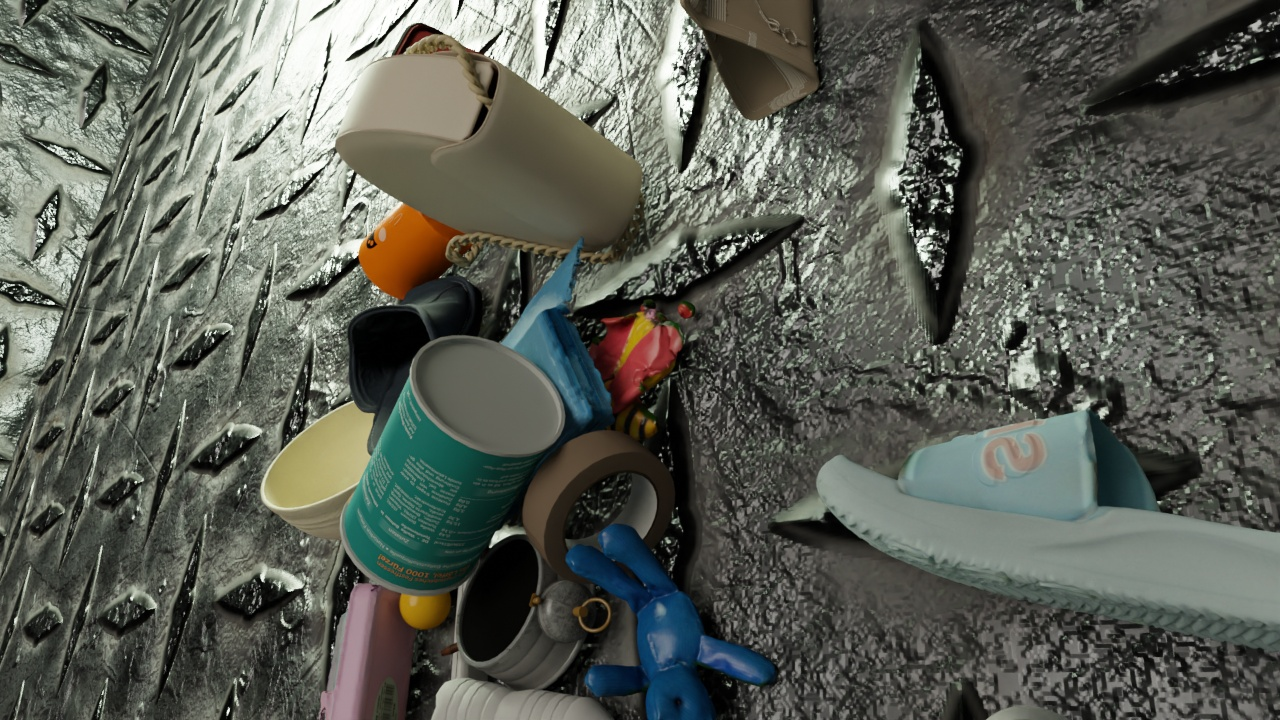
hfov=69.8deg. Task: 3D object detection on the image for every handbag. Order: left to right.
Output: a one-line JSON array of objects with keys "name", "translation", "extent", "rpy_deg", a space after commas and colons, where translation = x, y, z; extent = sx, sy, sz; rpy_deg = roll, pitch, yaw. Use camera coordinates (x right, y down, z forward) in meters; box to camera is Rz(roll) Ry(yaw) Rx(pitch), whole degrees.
[{"name": "handbag", "translation": [-0.121, -0.144, 0.707], "extent": [0.209, 0.210, 0.103], "rpy_deg": [7, 76, 46]}, {"name": "handbag", "translation": [0.040, -0.290, 0.617], "extent": [0.062, 0.197, 0.175], "rpy_deg": [-19, 57, 40]}]

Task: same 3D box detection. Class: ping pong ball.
[{"name": "ping pong ball", "translation": [-0.169, 0.191, 0.722], "extent": [0.040, 0.040, 0.040], "rpy_deg": [-24, 55, 38]}]

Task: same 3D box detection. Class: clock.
[{"name": "clock", "translation": [-0.069, 0.167, 0.614], "extent": [0.148, 0.056, 0.103], "rpy_deg": [-13, 53, 48]}]

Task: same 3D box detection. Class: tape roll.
[{"name": "tape roll", "translation": [-0.025, 0.092, 0.575], "extent": [0.030, 0.093, 0.094], "rpy_deg": [37, 99, 50]}]

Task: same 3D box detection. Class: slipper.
[{"name": "slipper", "translation": [-0.203, -0.019, 0.784], "extent": [0.109, 0.083, 0.265], "rpy_deg": [-36, 27, 15]}, {"name": "slipper", "translation": [0.189, 0.062, 0.358], "extent": [0.246, 0.104, 0.074], "rpy_deg": [4, 72, 42]}]

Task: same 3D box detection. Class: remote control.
[{"name": "remote control", "translation": [-0.122, 0.214, 0.665], "extent": [0.012, 0.033, 0.130], "rpy_deg": [-15, 59, 24]}]

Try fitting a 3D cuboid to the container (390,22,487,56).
[{"name": "container", "translation": [-0.211, -0.255, 0.938], "extent": [0.201, 0.127, 0.148], "rpy_deg": [27, 92, 44]}]

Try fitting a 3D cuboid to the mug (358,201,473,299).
[{"name": "mug", "translation": [-0.214, -0.126, 0.916], "extent": [0.096, 0.077, 0.112], "rpy_deg": [-36, 17, 30]}]

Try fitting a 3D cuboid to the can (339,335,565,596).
[{"name": "can", "translation": [-0.124, 0.070, 0.596], "extent": [0.144, 0.099, 0.099], "rpy_deg": [-57, 38, 32]}]

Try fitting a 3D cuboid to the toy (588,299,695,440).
[{"name": "toy", "translation": [-0.004, 0.004, 0.639], "extent": [0.084, 0.046, 0.103], "rpy_deg": [11, 84, 36]}]

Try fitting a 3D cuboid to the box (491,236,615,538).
[{"name": "box", "translation": [-0.108, 0.033, 0.695], "extent": [0.232, 0.060, 0.175], "rpy_deg": [-47, 41, 39]}]

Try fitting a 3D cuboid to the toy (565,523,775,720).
[{"name": "toy", "translation": [0.011, 0.179, 0.515], "extent": [0.113, 0.071, 0.176], "rpy_deg": [-42, 55, 28]}]

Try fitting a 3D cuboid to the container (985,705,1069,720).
[{"name": "container", "translation": [0.089, 0.239, 0.305], "extent": [0.187, 0.189, 0.189], "rpy_deg": [-37, 47, 31]}]

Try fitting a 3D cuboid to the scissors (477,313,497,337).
[{"name": "scissors", "translation": [-0.194, -0.011, 0.873], "extent": [0.153, 0.014, 0.131], "rpy_deg": [36, 99, 46]}]

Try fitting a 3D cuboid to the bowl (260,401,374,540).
[{"name": "bowl", "translation": [-0.243, 0.102, 0.802], "extent": [0.151, 0.075, 0.150], "rpy_deg": [-19, 31, 12]}]

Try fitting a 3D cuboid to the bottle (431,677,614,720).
[{"name": "bottle", "translation": [-0.066, 0.228, 0.572], "extent": [0.136, 0.044, 0.044], "rpy_deg": [-1, 69, 26]}]

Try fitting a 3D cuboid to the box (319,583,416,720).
[{"name": "box", "translation": [-0.235, 0.285, 0.719], "extent": [0.101, 0.111, 0.201], "rpy_deg": [-8, 63, 17]}]
